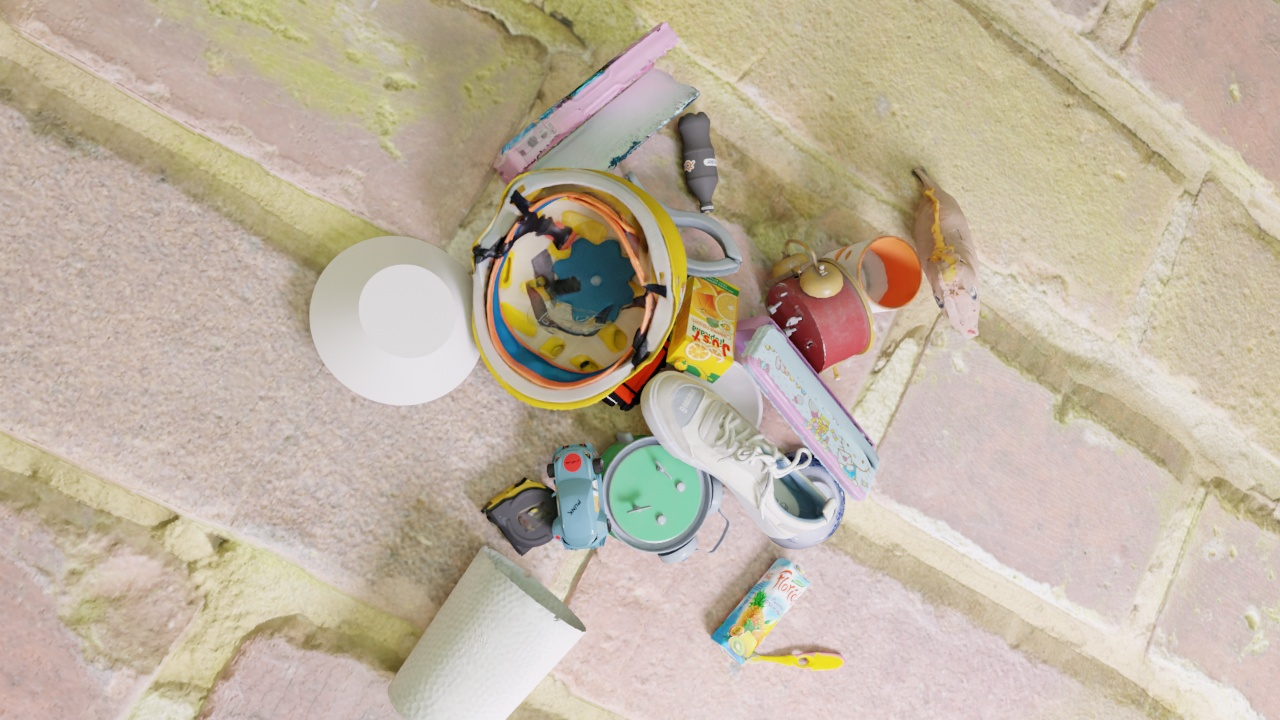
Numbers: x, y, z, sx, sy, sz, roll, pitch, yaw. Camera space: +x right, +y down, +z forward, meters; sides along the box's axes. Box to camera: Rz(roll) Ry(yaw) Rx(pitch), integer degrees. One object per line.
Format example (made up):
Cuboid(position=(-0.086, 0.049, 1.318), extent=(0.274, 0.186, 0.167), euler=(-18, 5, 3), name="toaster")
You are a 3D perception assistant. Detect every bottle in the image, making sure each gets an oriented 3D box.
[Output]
Cuboid(position=(0.066, -0.220, 1.024), extent=(0.036, 0.036, 0.110), euler=(-9, 92, -18), name="bottle")

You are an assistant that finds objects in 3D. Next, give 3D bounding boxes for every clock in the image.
Cuboid(position=(0.187, -0.058, 1.015), extent=(0.081, 0.117, 0.159), euler=(-25, 116, -14), name="clock")
Cuboid(position=(0.026, 0.151, 0.983), extent=(0.161, 0.075, 0.121), euler=(34, 78, -14), name="clock")

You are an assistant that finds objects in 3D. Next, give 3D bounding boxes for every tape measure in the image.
Cuboid(position=(-0.117, 0.160, 0.955), extent=(0.072, 0.042, 0.071), euler=(-40, 97, -17), name="tape measure")

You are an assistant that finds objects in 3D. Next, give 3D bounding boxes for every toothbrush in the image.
Cuboid(position=(0.180, 0.347, 1.061), extent=(0.135, 0.016, 0.021), euler=(8, 82, -18), name="toothbrush")

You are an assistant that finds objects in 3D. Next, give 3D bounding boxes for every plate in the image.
Cuboid(position=(-0.232, -0.044, 0.905), extent=(0.173, 0.036, 0.173), euler=(5, 77, -24), name="plate")

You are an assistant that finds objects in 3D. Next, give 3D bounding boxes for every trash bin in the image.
Cuboid(position=(-0.155, 0.287, 0.899), extent=(0.133, 0.133, 0.161), euler=(41, 82, -13), name="trash bin")

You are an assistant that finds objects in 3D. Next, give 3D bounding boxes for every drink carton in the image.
Cuboid(position=(0.136, 0.280, 1.036), extent=(0.128, 0.039, 0.044), euler=(-46, 102, -14), name="drink carton")
Cuboid(position=(0.068, -0.037, 0.987), extent=(0.058, 0.041, 0.122), euler=(25, 47, -16), name="drink carton")

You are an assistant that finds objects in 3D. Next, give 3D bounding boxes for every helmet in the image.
Cuboid(position=(-0.054, -0.079, 0.924), extent=(0.209, 0.139, 0.241), euler=(32, 116, 7), name="helmet")

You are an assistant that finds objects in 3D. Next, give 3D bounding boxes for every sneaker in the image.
Cuboid(position=(0.108, 0.092, 0.948), extent=(0.242, 0.091, 0.089), euler=(44, 56, -15), name="sneaker")

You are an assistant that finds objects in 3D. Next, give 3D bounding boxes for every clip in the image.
Cuboid(position=(0.029, -0.130, 0.990), extent=(0.162, 0.027, 0.090), euler=(35, 79, 10), name="clip")

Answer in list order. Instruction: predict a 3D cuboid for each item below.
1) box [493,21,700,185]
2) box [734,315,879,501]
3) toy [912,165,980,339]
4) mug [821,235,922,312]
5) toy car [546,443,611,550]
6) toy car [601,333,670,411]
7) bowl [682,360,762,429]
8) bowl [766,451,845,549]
Cuboid(position=(-0.039, -0.247, 0.965), extent=(0.230, 0.085, 0.090), euler=(-43, 100, -14), name="box")
Cuboid(position=(0.182, 0.047, 1.001), extent=(0.062, 0.140, 0.214), euler=(-38, 105, 12), name="box")
Cuboid(position=(0.335, -0.128, 1.022), extent=(0.065, 0.263, 0.196), euler=(-22, 91, 23), name="toy")
Cuboid(position=(0.257, -0.095, 1.048), extent=(0.082, 0.105, 0.082), euler=(0, 89, -19), name="mug")
Cuboid(position=(-0.064, 0.138, 0.926), extent=(0.060, 0.027, 0.107), euler=(-7, 84, 9), name="toy car")
Cuboid(position=(-0.006, 0.006, 0.990), extent=(0.051, 0.049, 0.100), euler=(40, 77, -13), name="toy car")
Cuboid(position=(0.077, 0.052, 1.020), extent=(0.109, 0.041, 0.110), euler=(1, 88, -19), name="bowl")
Cuboid(position=(0.192, 0.163, 1.053), extent=(0.114, 0.045, 0.114), euler=(0, 89, -18), name="bowl")
